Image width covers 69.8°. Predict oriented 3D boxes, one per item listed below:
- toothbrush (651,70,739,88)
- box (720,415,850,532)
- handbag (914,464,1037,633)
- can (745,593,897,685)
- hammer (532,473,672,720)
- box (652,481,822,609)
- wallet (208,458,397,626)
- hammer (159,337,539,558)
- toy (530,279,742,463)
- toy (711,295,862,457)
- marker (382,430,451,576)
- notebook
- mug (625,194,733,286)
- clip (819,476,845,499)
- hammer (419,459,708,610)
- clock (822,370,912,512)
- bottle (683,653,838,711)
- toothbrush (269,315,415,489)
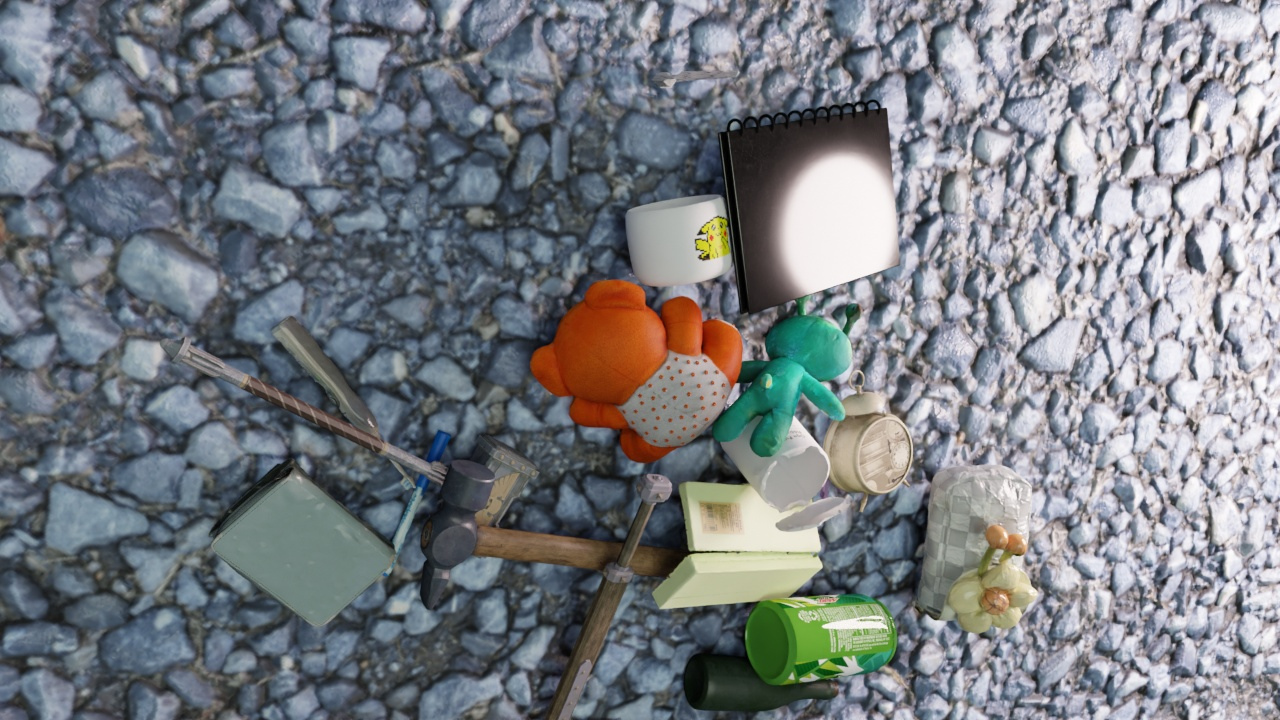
[{"bbox_3d":[0.046,-0.234,0.763,0.010,0.181,0.010,34,92,-25],"label":"toothbrush"},{"bbox_3d":[0.140,0.105,0.874,0.081,0.159,0.092,-11,122,-17],"label":"box"},{"bbox_3d":[0.368,0.202,0.989,0.112,0.123,0.171,1,99,-5],"label":"handbag"},{"bbox_3d":[0.188,0.287,0.951,0.144,0.083,0.083,5,98,-30],"label":"can"},{"bbox_3d":[-0.034,0.240,0.855,0.146,0.028,0.317,8,114,-31],"label":"hammer"},{"bbox_3d":[0.105,0.187,0.901,0.187,0.061,0.133,11,92,-40],"label":"box"},{"bbox_3d":[-0.287,0.157,0.785,0.100,0.054,0.131,-40,112,0],"label":"wallet"},{"bbox_3d":[-0.235,0.061,0.755,0.322,0.044,0.098,34,87,-34],"label":"hammer"},{"bbox_3d":[-0.005,0.005,0.837,0.172,0.092,0.164,34,107,-24],"label":"toy"},{"bbox_3d":[0.141,0.009,0.871,0.192,0.131,0.072,-51,144,-28],"label":"toy"},{"bbox_3d":[-0.205,0.130,0.830,0.013,0.013,0.142,23,92,-22],"label":"marker"},{"bbox_3d":[0.167,-0.151,0.867,0.230,0.019,0.169,-19,106,-37],"label":"notebook"},{"bbox_3d":[0.043,-0.111,0.835,0.115,0.094,0.068,-22,109,-39],"label":"mug"},{"bbox_3d":[0.199,0.126,0.973,0.045,0.014,0.051,-39,113,-10],"label":"clip"},{"bbox_3d":[-0.050,0.180,0.853,0.321,0.040,0.129,15,102,-33],"label":"hammer"},{"bbox_3d":[0.237,0.078,0.949,0.092,0.055,0.141,-20,104,-28],"label":"clock"},{"bbox_3d":[0.133,0.342,0.967,0.174,0.055,0.055,12,95,-22],"label":"bottle"},{"bbox_3d":[-0.250,0.040,0.793,0.024,0.022,0.185,-45,113,-28],"label":"toothbrush"}]
